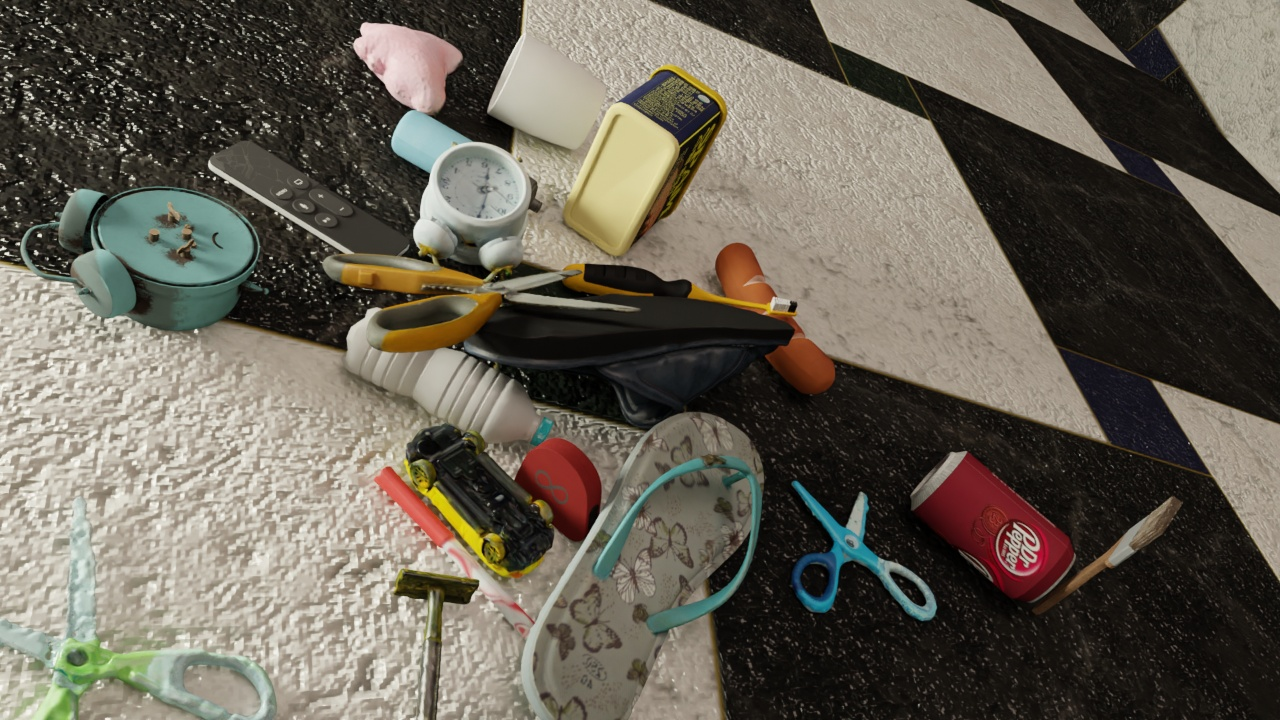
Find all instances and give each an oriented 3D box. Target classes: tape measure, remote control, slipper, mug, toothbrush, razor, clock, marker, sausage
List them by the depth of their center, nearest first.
[{"bbox_3d":[-0.105,0.156,0.458,0.042,0.026,0.105,16,45,-23],"label":"razor"},{"bbox_3d":[-0.099,0.112,0.515,0.142,0.013,0.012,43,40,14],"label":"marker"},{"bbox_3d":[-0.290,-0.060,0.540,0.124,0.053,0.090,-6,51,-38],"label":"clock"},{"bbox_3d":[0.019,0.105,0.548,0.098,0.055,0.267,53,40,-6],"label":"slipper"},{"bbox_3d":[-0.045,0.076,0.557,0.059,0.052,0.019,41,39,12],"label":"tape measure"},{"bbox_3d":[-0.004,0.004,0.650,0.264,0.083,0.109,-7,19,-40],"label":"slipper"},{"bbox_3d":[-0.239,-0.113,0.667,0.146,0.008,0.045,32,38,0],"label":"remote control"},{"bbox_3d":[-0.125,-0.107,0.691,0.083,0.057,0.117,11,64,-14],"label":"clock"},{"bbox_3d":[0.033,-0.054,0.745,0.196,0.031,0.031,8,41,-9],"label":"toothbrush"},{"bbox_3d":[0.111,-0.036,0.788,0.039,0.045,0.164,15,37,-50],"label":"sausage"},{"bbox_3d":[-0.090,-0.251,0.872,0.087,0.081,0.114,24,7,-19],"label":"mug"}]

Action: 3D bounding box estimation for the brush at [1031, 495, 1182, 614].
[{"bbox_3d":[0.326,0.146,0.655,0.045,0.143,0.008,-29,66,-39],"label":"brush"}]

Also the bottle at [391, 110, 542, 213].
[{"bbox_3d":[-0.139,-0.158,0.756,0.130,0.040,0.040,30,38,-3],"label":"bottle"}]

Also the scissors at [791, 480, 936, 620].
[{"bbox_3d":[0.147,0.140,0.650,0.139,0.011,0.134,-21,64,-44],"label":"scissors"}]

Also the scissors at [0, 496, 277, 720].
[{"bbox_3d":[-0.240,0.132,0.403,0.165,0.024,0.171,0,50,-26],"label":"scissors"}]

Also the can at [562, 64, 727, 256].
[{"bbox_3d":[0.002,-0.170,0.789,0.075,0.136,0.104,35,41,4],"label":"can"}]

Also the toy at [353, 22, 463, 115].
[{"bbox_3d":[-0.208,-0.265,0.818,0.093,0.050,0.102,20,43,-19],"label":"toy"}]

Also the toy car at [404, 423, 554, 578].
[{"bbox_3d":[-0.095,0.080,0.537,0.107,0.030,0.049,45,42,13],"label":"toy car"}]

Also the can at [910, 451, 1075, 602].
[{"bbox_3d":[0.268,0.126,0.702,0.114,0.063,0.063,42,40,13],"label":"can"}]

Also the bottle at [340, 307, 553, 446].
[{"bbox_3d":[-0.119,0.015,0.579,0.136,0.044,0.044,28,38,-4],"label":"bottle"}]

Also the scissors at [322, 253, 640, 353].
[{"bbox_3d":[-0.119,-0.044,0.587,0.230,0.016,0.224,14,20,25],"label":"scissors"}]
